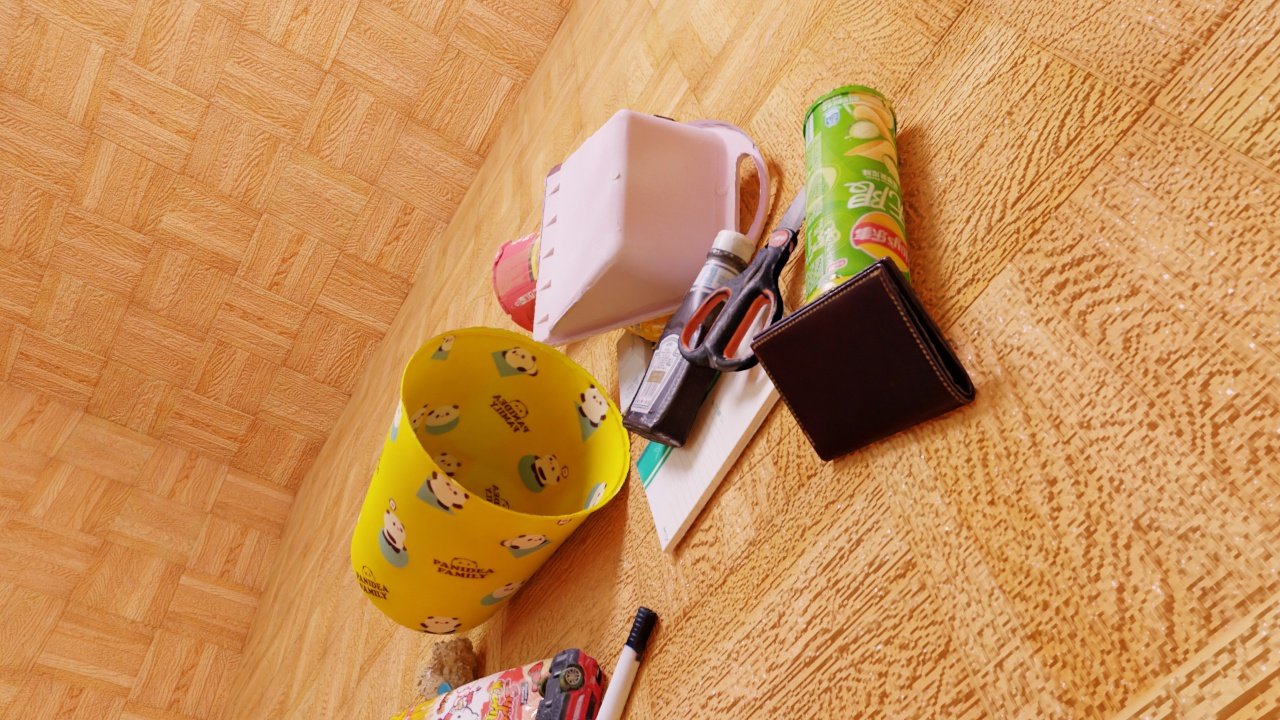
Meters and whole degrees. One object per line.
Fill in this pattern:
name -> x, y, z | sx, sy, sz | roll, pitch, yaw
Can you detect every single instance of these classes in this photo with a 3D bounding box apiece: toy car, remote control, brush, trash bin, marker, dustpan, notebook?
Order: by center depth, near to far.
marker -> -0.017, 0.253, 0.701 | 0.023, 0.018, 0.130 | 130, 162, -76
toy car -> -0.062, 0.290, 0.725 | 0.053, 0.045, 0.120 | -39, 27, 51
notebook -> 0.063, 0.041, 0.770 | 0.209, 0.012, 0.150 | -58, 20, 15
brush -> -0.184, 0.372, 0.928 | 0.083, 0.046, 0.254 | -52, 27, 5
trash bin -> -0.168, 0.135, 0.934 | 0.256, 0.229, 0.229 | -56, 22, 36
dustpan -> 0.002, -0.131, 0.939 | 0.274, 0.138, 0.222 | -29, 54, 60
remote control -> -0.006, 0.006, 0.952 | 0.049, 0.024, 0.124 | -53, 24, 27

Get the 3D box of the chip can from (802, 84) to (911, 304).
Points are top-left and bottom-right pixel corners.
chip can -> 0.150, -0.106, 0.647 | 0.073, 0.072, 0.220 | -42, 30, 44

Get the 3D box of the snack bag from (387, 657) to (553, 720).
snack bag -> -0.145, 0.339, 0.817 | 0.208, 0.073, 0.128 | -27, 39, 32

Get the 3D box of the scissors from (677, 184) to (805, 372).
scissors -> 0.097, -0.091, 0.762 | 0.125, 0.021, 0.234 | -5, 54, 34

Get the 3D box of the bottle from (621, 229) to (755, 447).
bottle -> 0.047, -0.021, 0.802 | 0.080, 0.044, 0.194 | 4, 68, 65

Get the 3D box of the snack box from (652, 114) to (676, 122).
snack box -> 0.027, -0.183, 1.002 | 0.125, 0.053, 0.113 | 52, 123, 20

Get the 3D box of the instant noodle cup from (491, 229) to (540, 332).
instant noodle cup -> -0.107, -0.112, 1.192 | 0.109, 0.138, 0.137 | -22, 45, 48

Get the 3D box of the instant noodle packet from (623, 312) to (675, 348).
instant noodle packet -> 0.013, -0.080, 0.945 | 0.111, 0.044, 0.128 | 23, 88, 44

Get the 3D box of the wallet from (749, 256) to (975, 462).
wallet -> 0.129, 0.004, 0.558 | 0.020, 0.096, 0.123 | -29, -4, -40
